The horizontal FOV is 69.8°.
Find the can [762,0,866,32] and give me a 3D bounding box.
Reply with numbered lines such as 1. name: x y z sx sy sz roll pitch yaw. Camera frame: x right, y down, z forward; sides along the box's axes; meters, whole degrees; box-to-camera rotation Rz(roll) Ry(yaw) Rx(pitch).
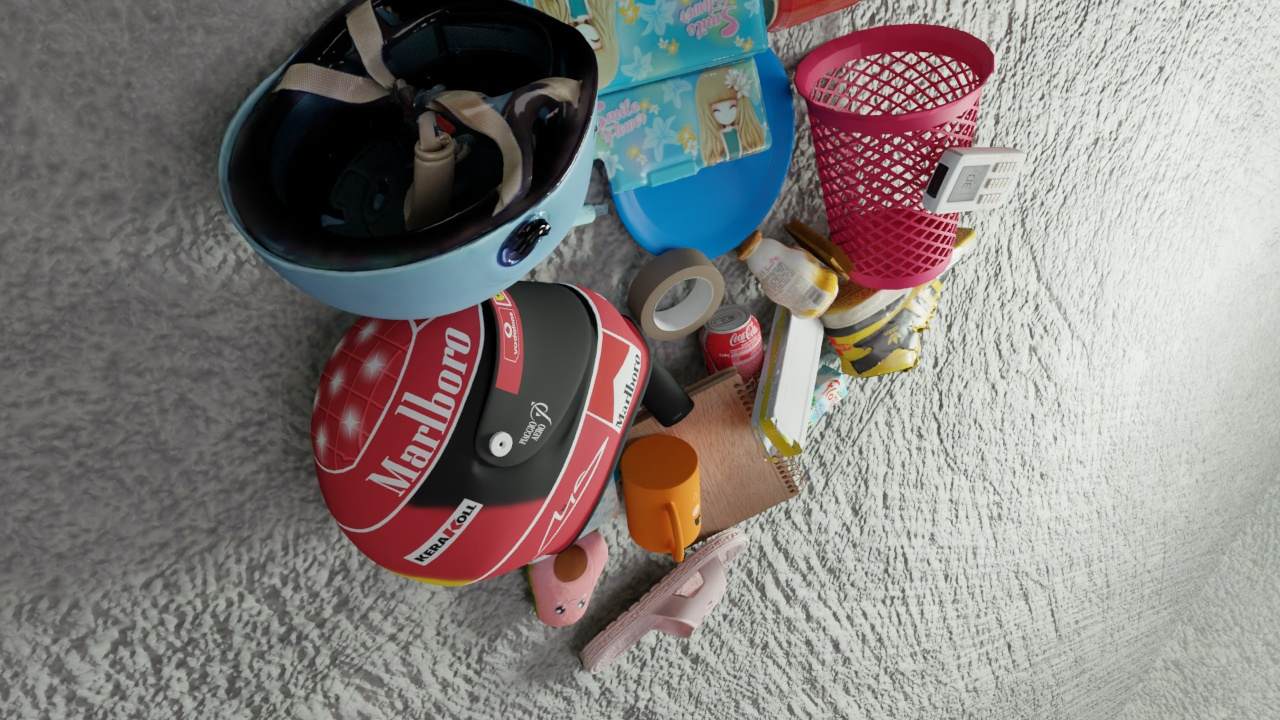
1. can: 0.169 -0.359 0.861 0.169 0.067 0.067 -28 125 -25

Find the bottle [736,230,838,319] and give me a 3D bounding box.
1. bottle: 0.153 -0.092 0.965 0.109 0.063 0.063 35 87 -12

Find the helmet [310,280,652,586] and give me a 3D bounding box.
1. helmet: -0.138 0.041 0.730 0.224 0.198 0.271 29 84 -43

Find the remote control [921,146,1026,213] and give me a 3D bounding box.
1. remote control: 0.320 -0.174 0.878 0.138 0.025 0.060 -12 131 -41

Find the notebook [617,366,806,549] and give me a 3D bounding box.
1. notebook: 0.074 0.110 0.998 0.169 0.022 0.210 -26 129 6

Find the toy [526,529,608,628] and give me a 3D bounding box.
1. toy: -0.078 0.228 0.962 0.089 0.051 0.110 -9 117 -33

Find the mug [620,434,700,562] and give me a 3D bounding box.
1. mug: 0.025 0.148 0.926 0.077 0.112 0.096 -10 129 -6

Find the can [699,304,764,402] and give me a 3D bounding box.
1. can: 0.100 -0.002 0.980 0.064 0.064 0.105 -31 127 -23

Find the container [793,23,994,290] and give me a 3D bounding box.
1. container: 0.260 -0.199 0.950 0.182 0.183 0.226 -34 135 -20

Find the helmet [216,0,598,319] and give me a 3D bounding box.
1. helmet: -0.145 -0.127 0.632 0.264 0.225 0.167 -49 158 -28

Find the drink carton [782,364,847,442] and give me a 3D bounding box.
1. drink carton: 0.193 0.058 1.098 0.128 0.038 0.044 -38 129 -17

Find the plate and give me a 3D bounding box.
1. plate: 0.058 -0.204 0.877 0.223 0.024 0.225 -16 120 -31

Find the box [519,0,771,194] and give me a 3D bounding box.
1. box: 0.011 -0.242 0.784 0.226 0.039 0.182 -21 111 -22

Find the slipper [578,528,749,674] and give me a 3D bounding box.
1. slipper: 0.040 0.289 1.055 0.239 0.064 0.094 -36 156 -13

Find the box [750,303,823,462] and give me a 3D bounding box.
1. box: 0.152 0.014 0.975 0.066 0.045 0.209 50 40 -28

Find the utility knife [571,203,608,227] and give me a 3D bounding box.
1. utility knife: -0.079 -0.125 0.818 0.120 0.015 0.022 -18 89 -32

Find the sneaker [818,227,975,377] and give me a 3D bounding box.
1. sneaker: 0.320 -0.063 1.097 0.238 0.086 0.122 -30 114 -18

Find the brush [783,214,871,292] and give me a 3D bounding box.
1. brush: 0.202 -0.109 0.963 0.017 0.126 0.048 -48 135 5

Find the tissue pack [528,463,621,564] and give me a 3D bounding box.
1. tissue pack: -0.081 0.131 0.906 0.144 0.062 0.093 -28 128 -23

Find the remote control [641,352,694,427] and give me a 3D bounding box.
1. remote control: -0.005 0.005 0.897 0.041 0.020 0.152 -38 108 9

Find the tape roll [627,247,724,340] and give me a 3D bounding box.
1. tape roll: 0.035 -0.064 0.903 0.093 0.030 0.094 -20 141 -18
